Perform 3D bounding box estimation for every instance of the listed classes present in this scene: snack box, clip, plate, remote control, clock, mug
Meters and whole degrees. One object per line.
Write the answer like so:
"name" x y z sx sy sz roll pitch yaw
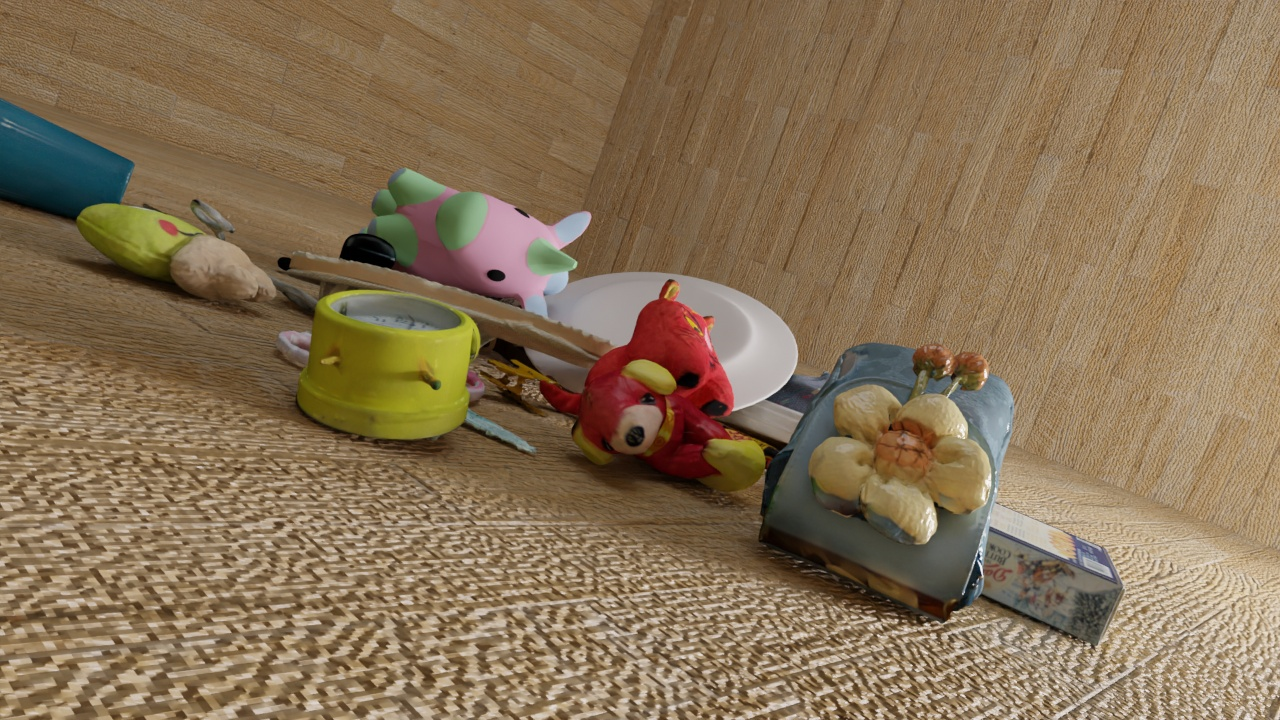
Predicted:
"snack box" 0.236 0.123 0.614 0.145 0.042 0.144 22 7 23
"clip" -0.087 0.017 0.628 0.048 0.045 0.054 -17 30 -35
"plate" 0.017 -0.028 0.806 0.242 0.016 0.242 3 32 -2
"remote control" -0.230 -0.084 0.764 0.041 0.020 0.152 16 -8 -20
"clock" -0.125 -0.002 0.463 0.083 0.057 0.119 9 16 -9
"mug" -0.467 -0.152 0.711 0.121 0.078 0.078 22 4 -32

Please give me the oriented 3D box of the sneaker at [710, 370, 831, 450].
"sneaker" 0.177 0.054 0.801 0.235 0.079 0.087 18 -12 10

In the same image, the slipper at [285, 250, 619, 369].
"slipper" -0.141 -0.029 0.712 0.273 0.054 0.114 15 1 4

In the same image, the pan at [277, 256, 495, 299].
"pan" -0.196 -0.067 0.957 0.355 0.044 0.204 16 7 -41

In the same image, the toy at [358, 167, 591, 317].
"toy" -0.155 -0.098 0.817 0.171 0.120 0.223 25 -13 -23

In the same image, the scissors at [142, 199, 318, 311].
"scissors" -0.293 -0.073 0.673 0.175 0.014 0.142 33 -22 -6

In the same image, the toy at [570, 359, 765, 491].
"toy" 0.014 0.043 0.564 0.106 0.067 0.137 16 -7 46

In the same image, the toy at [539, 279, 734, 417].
"toy" -0.004 0.004 0.653 0.133 0.093 0.088 -14 -35 16

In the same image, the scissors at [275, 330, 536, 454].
"scissors" -0.140 0.015 0.535 0.168 0.014 0.170 19 9 -16

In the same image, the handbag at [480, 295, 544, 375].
"handbag" -0.075 -0.017 0.841 0.166 0.063 0.138 19 15 5

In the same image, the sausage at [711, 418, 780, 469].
"sausage" 0.089 0.071 0.729 0.155 0.020 0.020 24 7 35

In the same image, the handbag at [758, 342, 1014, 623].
"handbag" 0.147 0.047 0.510 0.122 0.119 0.191 23 36 18

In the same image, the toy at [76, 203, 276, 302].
"toy" -0.300 -0.068 0.607 0.118 0.043 0.092 23 -1 3
